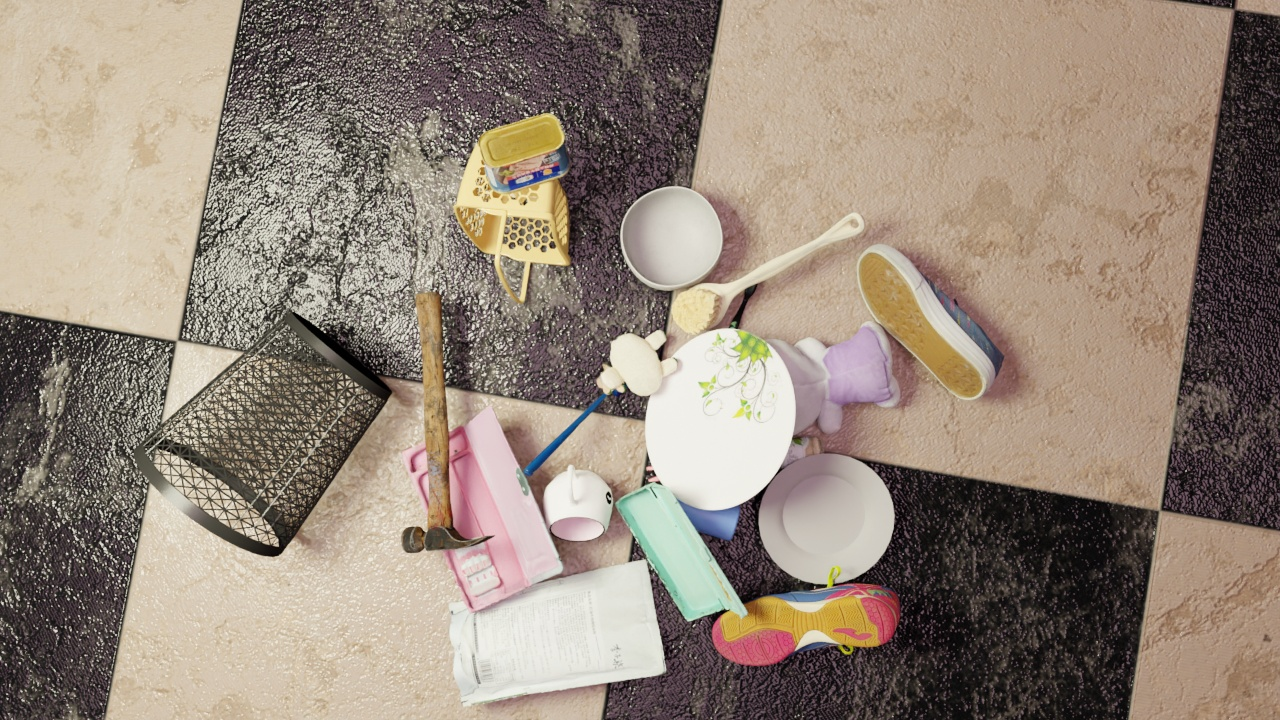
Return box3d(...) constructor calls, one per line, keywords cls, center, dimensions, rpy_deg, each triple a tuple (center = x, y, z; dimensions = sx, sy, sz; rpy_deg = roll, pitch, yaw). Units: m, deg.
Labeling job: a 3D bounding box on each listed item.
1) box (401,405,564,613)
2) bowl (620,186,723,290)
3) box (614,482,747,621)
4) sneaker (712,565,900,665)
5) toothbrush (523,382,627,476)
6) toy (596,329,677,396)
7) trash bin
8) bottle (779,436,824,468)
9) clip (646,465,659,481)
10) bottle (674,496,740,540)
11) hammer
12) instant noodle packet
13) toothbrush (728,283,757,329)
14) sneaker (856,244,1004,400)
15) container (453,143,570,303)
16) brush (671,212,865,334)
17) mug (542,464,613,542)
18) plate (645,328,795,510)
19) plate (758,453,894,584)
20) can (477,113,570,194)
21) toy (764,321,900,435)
box3d(cls="box", center=(-0.198, 0.192, 1.193), dimensions=(0.173, 0.075, 0.233), rpy_deg=(-27, 81, 19))
box3d(cls="bowl", center=(0.042, -0.157, 1.204), dimensions=(0.132, 0.064, 0.131), rpy_deg=(0, 87, 3))
box3d(cls="box", center=(0.055, 0.239, 1.153), dimensions=(0.056, 0.138, 0.187), rpy_deg=(-35, 96, -39))
box3d(cls="sneaker", center=(0.211, 0.335, 1.168), dimensions=(0.242, 0.090, 0.116), rpy_deg=(-14, 96, 24))
box3d(cls="toothbrush", center=(-0.080, 0.084, 1.183), dimensions=(0.017, 0.016, 0.189), rpy_deg=(48, 61, -3))
box3d(cls="toy", center=(-0.007, 0.007, 1.206), dimensions=(0.112, 0.050, 0.087), rpy_deg=(-32, 84, -5))
box3d(cls="trash bin", center=(-0.459, 0.082, 1.160), dimensions=(0.217, 0.217, 0.243), rpy_deg=(39, 83, 4))
box3d(cls="bottle", center=(0.182, 0.122, 1.195), dimensions=(0.110, 0.042, 0.042), rpy_deg=(-4, 87, 2))
box3d(cls="clip", center=(0.036, 0.139, 1.214), dimensions=(0.059, 0.023, 0.041), rpy_deg=(-2, 84, -2))
box3d(cls="bottle", center=(0.061, 0.193, 1.195), dimensions=(0.131, 0.048, 0.048), rpy_deg=(17, 88, 4))
box3d(cls="hammer", center=(-0.252, 0.075, 1.166), dimensions=(0.120, 0.033, 0.330), rpy_deg=(-6, 84, 17))
box3d(cls="instant noodle packet", center=(-0.111, 0.358, 1.199), dimensions=(0.269, 0.057, 0.146), rpy_deg=(-11, 73, -1))
box3d(cls="toothbrush", center=(0.117, -0.029, 1.219), dimensions=(0.014, 0.017, 0.188), rpy_deg=(23, 90, 13))
box3d(cls="sneaker", center=(0.375, -0.058, 1.186), dimensions=(0.079, 0.088, 0.235), rpy_deg=(-34, 81, -34))
box3d(cls="container", center=(-0.159, -0.167, 1.158), dimensions=(0.129, 0.183, 0.167), rpy_deg=(6, 79, 3))
box3d(cls="brush", center=(0.163, -0.114, 1.175), dimensions=(0.272, 0.077, 0.062), rpy_deg=(-29, 98, 9))
box3d(cls="mug", center=(-0.082, 0.174, 1.171), dimensions=(0.090, 0.124, 0.076), rpy_deg=(-3, 53, 3))
box3d(cls="plate", center=(0.103, 0.075, 1.161), dimensions=(0.230, 0.030, 0.229), rpy_deg=(-13, 70, 39))
box3d(cls="plate", center=(0.240, 0.204, 1.190), dimensions=(0.173, 0.019, 0.173), rpy_deg=(0, 97, 2))
box3d(cls="can", center=(-0.134, -0.237, 1.054), dimensions=(0.100, 0.059, 0.054), rpy_deg=(-19, 72, -4))
box3d(cls="toy", center=(0.227, 0.029, 1.178), dimensions=(0.209, 0.085, 0.137), rpy_deg=(-13, 88, -2))
